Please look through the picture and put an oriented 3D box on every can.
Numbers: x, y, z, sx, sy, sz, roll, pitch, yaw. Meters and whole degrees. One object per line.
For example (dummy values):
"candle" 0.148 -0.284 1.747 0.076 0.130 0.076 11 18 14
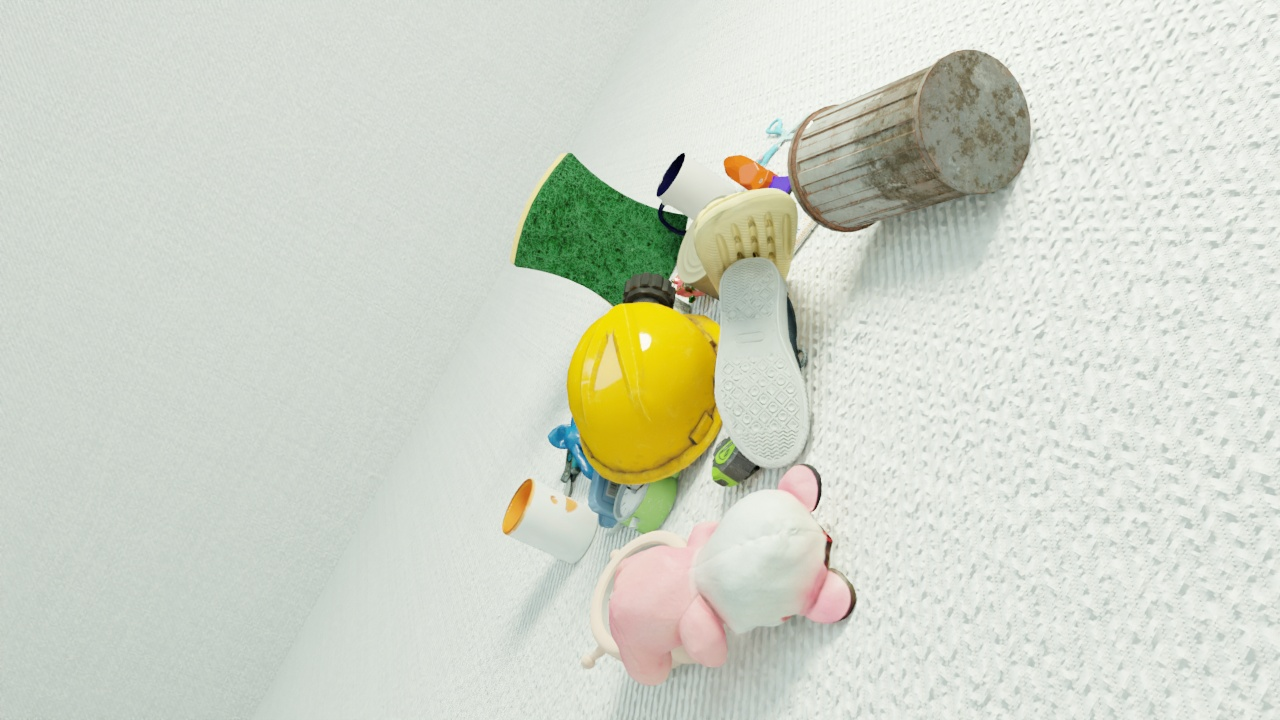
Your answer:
"can" 0.112 -0.141 1.179 0.128 0.073 0.127 -44 33 39

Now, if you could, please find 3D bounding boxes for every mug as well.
"mug" -0.122 0.218 1.245 0.082 0.105 0.082 -51 21 28
"mug" 0.077 -0.249 1.423 0.112 0.097 0.078 -55 19 16

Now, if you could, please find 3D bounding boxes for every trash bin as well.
"trash bin" 0.241 -0.199 0.867 0.130 0.130 0.211 -64 20 -11

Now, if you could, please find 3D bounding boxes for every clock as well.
"clock" 0.008 0.156 1.094 0.095 0.042 0.119 -27 38 58
"clock" 0.022 0.240 0.902 0.161 0.086 0.130 -27 37 44

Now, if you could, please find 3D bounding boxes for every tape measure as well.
"tape measure" 0.102 0.101 0.942 0.066 0.036 0.058 -46 14 46

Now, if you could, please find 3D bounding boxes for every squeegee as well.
"squeegee" 0.157 -0.258 1.289 0.250 0.055 0.184 -57 27 12

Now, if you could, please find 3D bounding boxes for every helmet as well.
"helmet" -0.006 0.006 1.085 0.206 0.131 0.254 -10 49 24

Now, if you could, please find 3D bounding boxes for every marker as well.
"marker" 0.175 -0.128 1.112 0.146 0.017 0.017 -54 19 20

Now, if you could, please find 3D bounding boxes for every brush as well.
"brush" -0.067 -0.196 1.482 0.195 0.250 0.075 -63 18 4

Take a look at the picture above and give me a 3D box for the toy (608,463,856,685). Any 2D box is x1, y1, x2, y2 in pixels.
"toy" 0.070 0.182 0.772 0.214 0.084 0.141 -26 39 22

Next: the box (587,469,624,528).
"box" -0.030 0.111 1.192 0.079 0.072 0.209 -31 41 54

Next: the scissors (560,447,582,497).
"scissors" -0.106 0.158 1.433 0.131 0.019 0.150 -62 20 2

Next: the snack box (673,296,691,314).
"snack box" 0.006 -0.004 1.336 0.144 0.041 0.146 -39 28 48

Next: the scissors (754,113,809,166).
"scissors" 0.206 -0.332 1.349 0.139 0.015 0.119 -33 34 44

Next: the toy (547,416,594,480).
"toy" -0.089 0.116 1.377 0.113 0.071 0.176 -44 21 13

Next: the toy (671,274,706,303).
"toy" 0.079 -0.112 1.294 0.084 0.046 0.103 -42 11 1

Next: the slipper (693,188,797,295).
"slipper" 0.112 -0.136 1.003 0.111 0.079 0.261 -24 -20 4

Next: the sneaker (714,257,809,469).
"sneaker" 0.127 0.006 0.938 0.089 0.087 0.235 -10 63 17
